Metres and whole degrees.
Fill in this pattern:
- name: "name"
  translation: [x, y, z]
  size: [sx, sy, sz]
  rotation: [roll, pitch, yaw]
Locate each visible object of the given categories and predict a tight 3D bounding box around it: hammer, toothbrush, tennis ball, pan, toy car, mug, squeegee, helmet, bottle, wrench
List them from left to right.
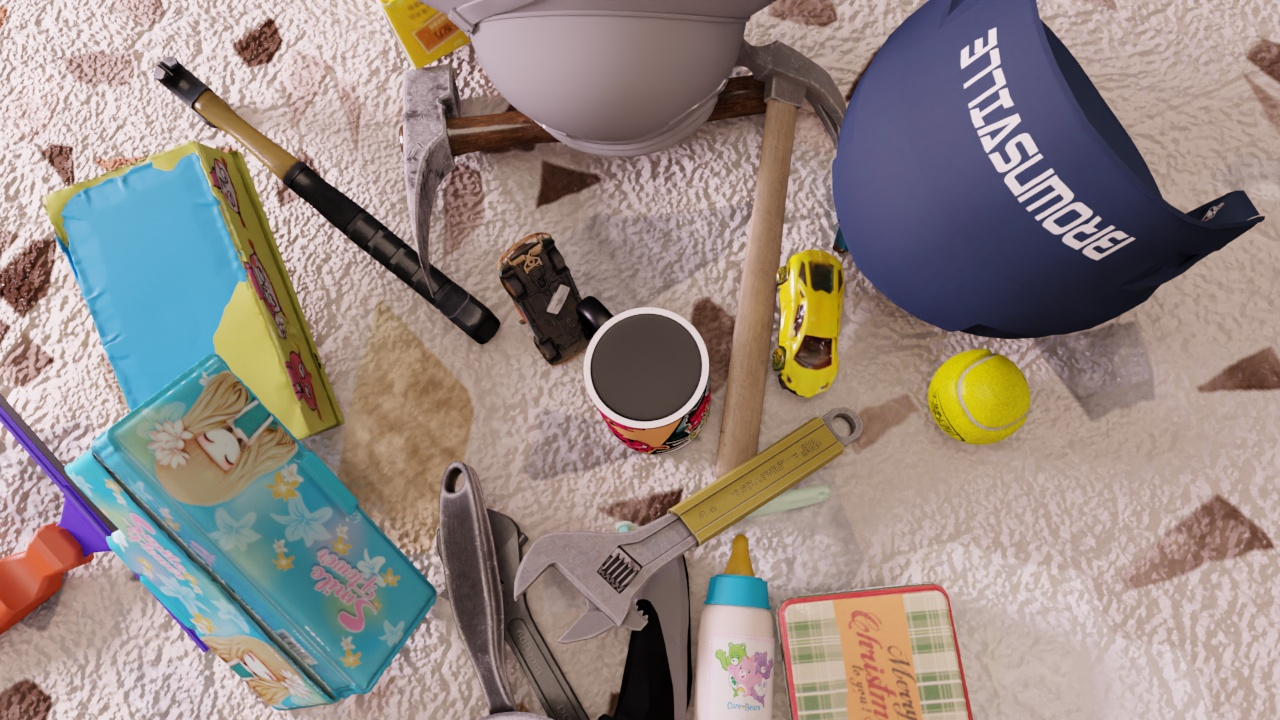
- name: "squeegee"
  translation: [-0.457, 0.167, 0.663]
  size: [0.184, 0.055, 0.249]
  rotation: [-40, 92, -6]
- name: "hammer"
  translation: [-0.243, -0.125, 0.703]
  size: [0.333, 0.118, 0.025]
  rotation: [38, 84, 8]
- name: "pan"
  translation: [-0.090, 0.239, 0.594]
  size: [0.188, 0.055, 0.356]
  rotation: [-20, 65, 22]
- name: "toy car"
  translation: [-0.073, -0.049, 0.672]
  size: [0.047, 0.112, 0.047]
  rotation: [-33, 42, -12]
- name: "wrench"
  translation: [-0.063, 0.221, 0.632]
  size: [0.073, 0.018, 0.273]
  rotation: [-32, 76, -3]
- name: "helmet"
  translation: [-0.030, -0.203, 0.641]
  size: [0.271, 0.182, 0.118]
  rotation: [6, 113, 19]
- name: "hammer"
  translation: [-0.032, -0.160, 0.696]
  size: [0.300, 0.037, 0.217]
  rotation: [-9, 54, -3]
- name: "mug"
  translation: [-0.004, 0.004, 0.642]
  size: [0.082, 0.098, 0.118]
  rotation: [-39, 75, -6]
- name: "wrench"
  translation: [0.042, 0.100, 0.620]
  size: [0.272, 0.018, 0.083]
  rotation: [-30, 76, -19]
- name: "toothbrush"
  translation: [0.059, 0.109, 0.651]
  size: [0.155, 0.015, 0.022]
  rotation: [-13, 94, 2]
- name: "bottle"
  translation: [0.063, 0.189, 0.611]
  size: [0.051, 0.051, 0.146]
  rotation: [3, 74, 6]
- name: "hammer"
  translation: [0.090, -0.076, 0.674]
  size: [0.119, 0.031, 0.331]
  rotation: [12, 80, -22]
- name: "toy car"
  translation: [0.123, -0.026, 0.661]
  size: [0.049, 0.030, 0.107]
  rotation: [5, 87, -25]
- name: "tennis ball"
  translation: [0.233, 0.025, 0.632]
  size: [0.065, 0.065, 0.065]
  rotation: [-1, 75, 5]
- name: "helmet"
  translation: [0.246, -0.130, 0.603]
  size: [0.271, 0.224, 0.232]
  rotation: [-33, 88, -35]

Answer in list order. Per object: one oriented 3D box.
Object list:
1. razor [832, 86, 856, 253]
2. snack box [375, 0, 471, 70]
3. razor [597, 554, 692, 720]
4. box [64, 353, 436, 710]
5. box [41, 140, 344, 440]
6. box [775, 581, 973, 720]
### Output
- name: "razor"
  translation: [0.172, -0.150, 0.710]
  size: [0.042, 0.022, 0.143]
  rotation: [6, 77, 45]
- name: "snack box"
  translation: [-0.108, -0.334, 0.746]
  size: [0.230, 0.062, 0.110]
  rotation: [-28, 51, -3]
- name: "razor"
  translation: [0.010, 0.199, 0.613]
  size: [0.060, 0.057, 0.155]
  rotation: [34, 57, -30]
- name: "box"
  translation: [-0.264, 0.124, 0.616]
  size: [0.122, 0.097, 0.227]
  rotation: [-26, 109, 36]
- name: "box"
  translation: [-0.315, -0.033, 0.658]
  size: [0.124, 0.081, 0.221]
  rotation: [-21, 92, 1]
- name: "box"
  translation: [0.156, 0.251, 0.588]
  size: [0.118, 0.049, 0.205]
  rotation: [-6, 73, 3]
